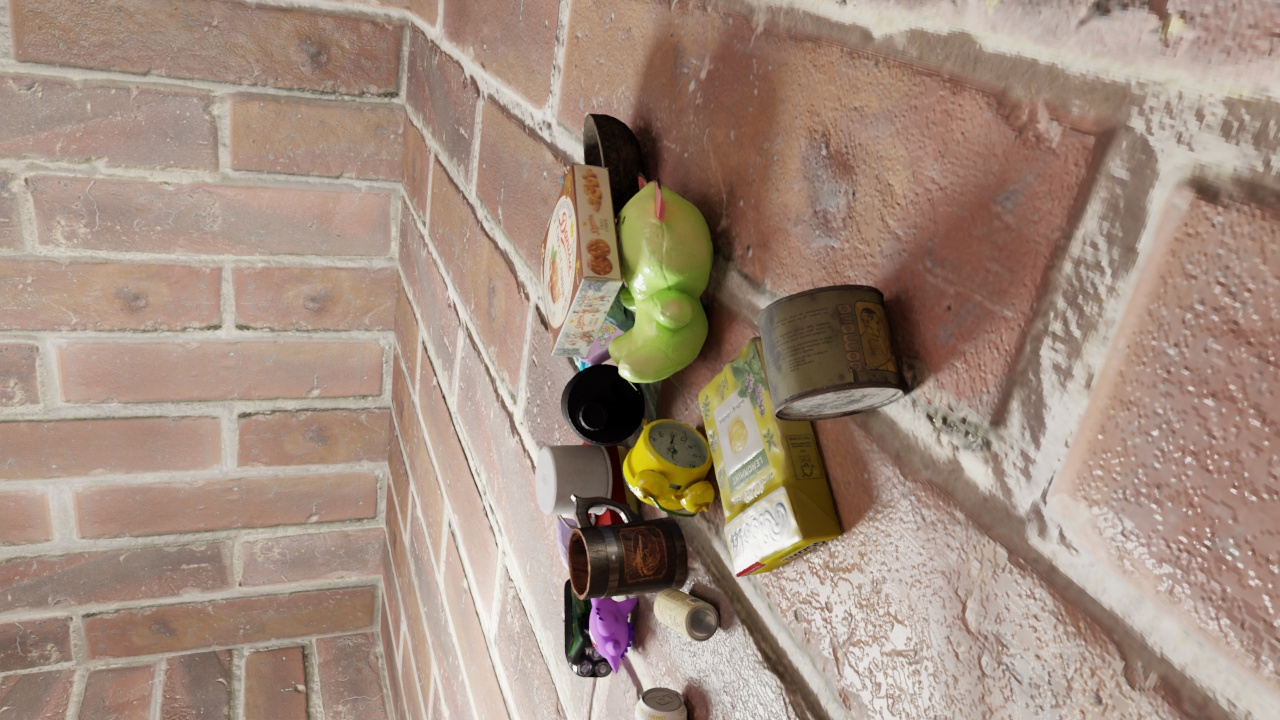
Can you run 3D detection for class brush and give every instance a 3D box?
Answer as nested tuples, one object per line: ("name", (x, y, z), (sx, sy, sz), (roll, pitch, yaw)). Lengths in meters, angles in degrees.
("brush", (-0.034, 0.175, 1.109), (0.082, 0.041, 0.173), (130, 134, -58))

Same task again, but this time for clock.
("clock", (0.029, 0.110, 0.898), (0.118, 0.083, 0.057), (-96, 25, -51))

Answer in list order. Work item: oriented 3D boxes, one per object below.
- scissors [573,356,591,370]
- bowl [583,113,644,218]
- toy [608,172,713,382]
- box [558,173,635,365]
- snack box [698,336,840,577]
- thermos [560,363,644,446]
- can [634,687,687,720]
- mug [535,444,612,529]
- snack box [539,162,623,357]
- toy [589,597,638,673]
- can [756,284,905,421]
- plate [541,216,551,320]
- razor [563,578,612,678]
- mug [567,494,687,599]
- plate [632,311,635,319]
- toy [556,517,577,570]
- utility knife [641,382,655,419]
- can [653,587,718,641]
("scissors", (-0.069, 0.016, 1.228), (0.118, 0.013, 0.139), (134, 133, -58))
("bowl", (-0.026, -0.222, 1.049), (0.121, 0.056, 0.121), (170, 91, -79))
("toy", (0.022, -0.080, 0.900), (0.150, 0.107, 0.197), (-131, 53, -76))
("box", (-0.074, -0.108, 1.086), (0.090, 0.091, 0.214), (-31, 57, 24))
("snack box", (0.100, 0.080, 0.778), (0.122, 0.045, 0.180), (130, 134, -57))
("thermos", (-0.043, 0.048, 0.997), (0.199, 0.086, 0.086), (158, 110, -84))
("can", (0.020, 0.404, 0.972), (0.055, 0.054, 0.102), (-151, 63, -65))
("mug", (-0.080, 0.151, 1.072), (0.084, 0.070, 0.113), (-133, 48, -58))
("snack box", (-0.064, -0.100, 0.940), (0.147, 0.041, 0.143), (121, 146, -54))
("toy", (-0.034, 0.320, 1.100), (0.106, 0.056, 0.088), (-118, 30, -65))
("can", (0.131, -0.004, 0.642), (0.090, 0.089, 0.074), (139, 127, -62))
("plate", (-0.094, -0.119, 1.252), (0.182, 0.034, 0.182), (179, 90, -67))
("razor", (-0.073, 0.349, 1.212), (0.067, 0.054, 0.151), (-59, 31, 36))
("mug", (-0.019, 0.197, 0.990), (0.080, 0.107, 0.115), (122, 141, -53))
("plate", (0.016, -0.080, 1.016), (0.179, 0.012, 0.178), (179, 90, -67))
("toy", (-0.069, 0.235, 1.141), (0.037, 0.099, 0.080), (-28, 57, 23))
("utility knife", (-0.006, 0.006, 1.068), (0.022, 0.015, 0.166), (112, 150, -44))
("can", (0.045, 0.256, 0.927), (0.080, 0.038, 0.038), (175, 94, -67))
